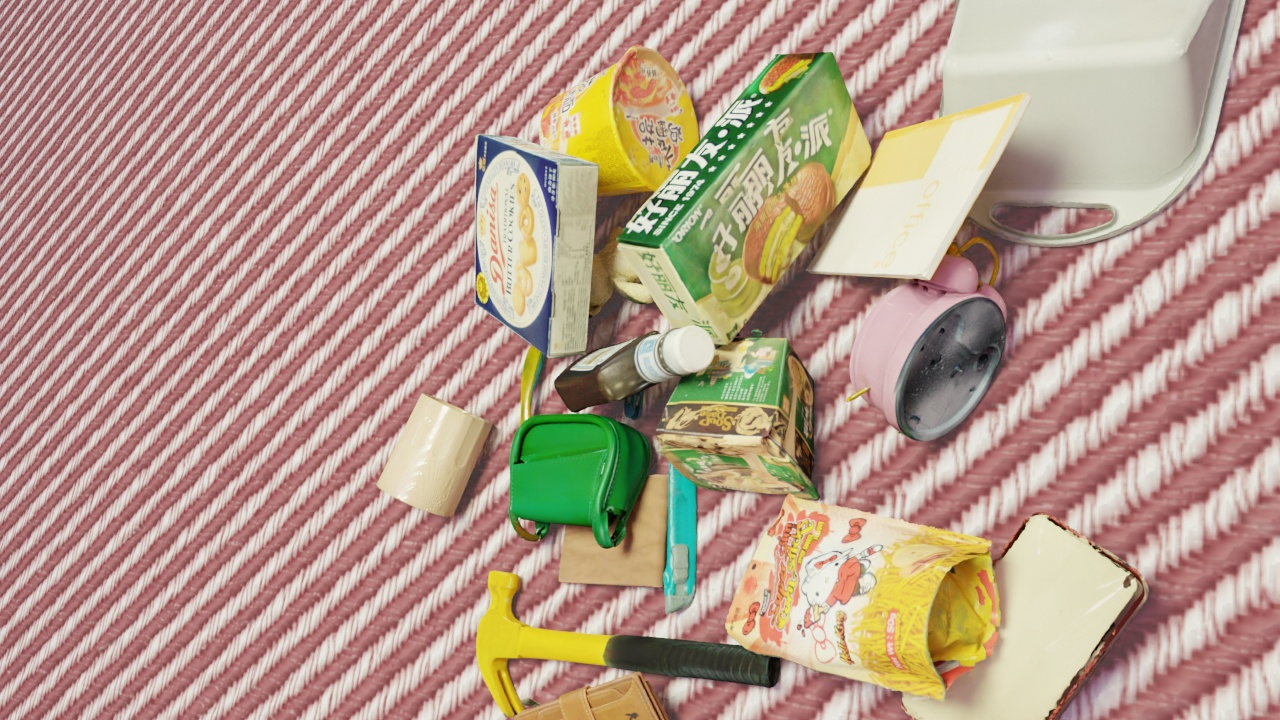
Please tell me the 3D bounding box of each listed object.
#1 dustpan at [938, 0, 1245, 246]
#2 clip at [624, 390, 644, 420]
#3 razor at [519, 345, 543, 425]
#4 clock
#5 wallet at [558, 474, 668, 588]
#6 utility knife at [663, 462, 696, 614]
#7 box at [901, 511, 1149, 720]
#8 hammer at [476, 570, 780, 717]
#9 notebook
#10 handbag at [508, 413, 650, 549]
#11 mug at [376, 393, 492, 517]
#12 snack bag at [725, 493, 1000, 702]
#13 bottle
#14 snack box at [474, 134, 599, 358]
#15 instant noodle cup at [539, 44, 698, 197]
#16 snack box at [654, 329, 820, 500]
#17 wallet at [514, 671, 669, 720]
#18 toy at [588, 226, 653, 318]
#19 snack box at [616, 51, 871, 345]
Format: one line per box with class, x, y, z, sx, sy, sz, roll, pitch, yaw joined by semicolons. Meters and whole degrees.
dustpan;0.352;-0.226;0.743;0.223;0.143;0.257;8;49;33
clip;-0.006;0.029;0.874;0.014;0.047;0.057;0;76;31
razor;-0.109;0.035;0.933;0.043;0.028;0.132;-9;67;33
clock;0.224;-0.019;0.691;0.060;0.117;0.158;38;97;46
wallet;-0.024;0.156;0.843;0.115;0.020;0.101;-7;68;32
utility knife;0.035;0.145;0.807;0.029;0.013;0.151;4;72;-8
box;0.255;0.190;0.620;0.091;0.080;0.168;37;94;35
hammer;-0.023;0.255;0.801;0.301;0.032;0.128;-5;72;31
notebook;0.207;-0.129;0.719;0.146;0.010;0.206;-60;13;0
handbag;-0.059;0.109;0.839;0.132;0.068;0.120;-2;73;36
mug;-0.218;0.094;0.956;0.125;0.084;0.103;15;80;61
snack bag;0.149;0.165;0.658;0.208;0.073;0.128;-2;61;57
bottle;-0.005;0.005;0.777;0.079;0.044;0.195;-37;10;-29
snack box;-0.107;-0.116;0.892;0.182;0.045;0.178;31;123;51
instant noodle cup;-0.024;-0.223;0.907;0.110;0.138;0.138;-6;71;39
snack box;0.090;0.044;0.764;0.118;0.117;0.105;3;63;31
wallet;-0.034;0.317;0.766;0.131;0.035;0.119;-27;92;23
toy;-0.006;-0.105;0.890;0.157;0.066;0.105;-34;56;14
snack box;0.093;-0.137;0.759;0.063;0.114;0.239;17;61;47
